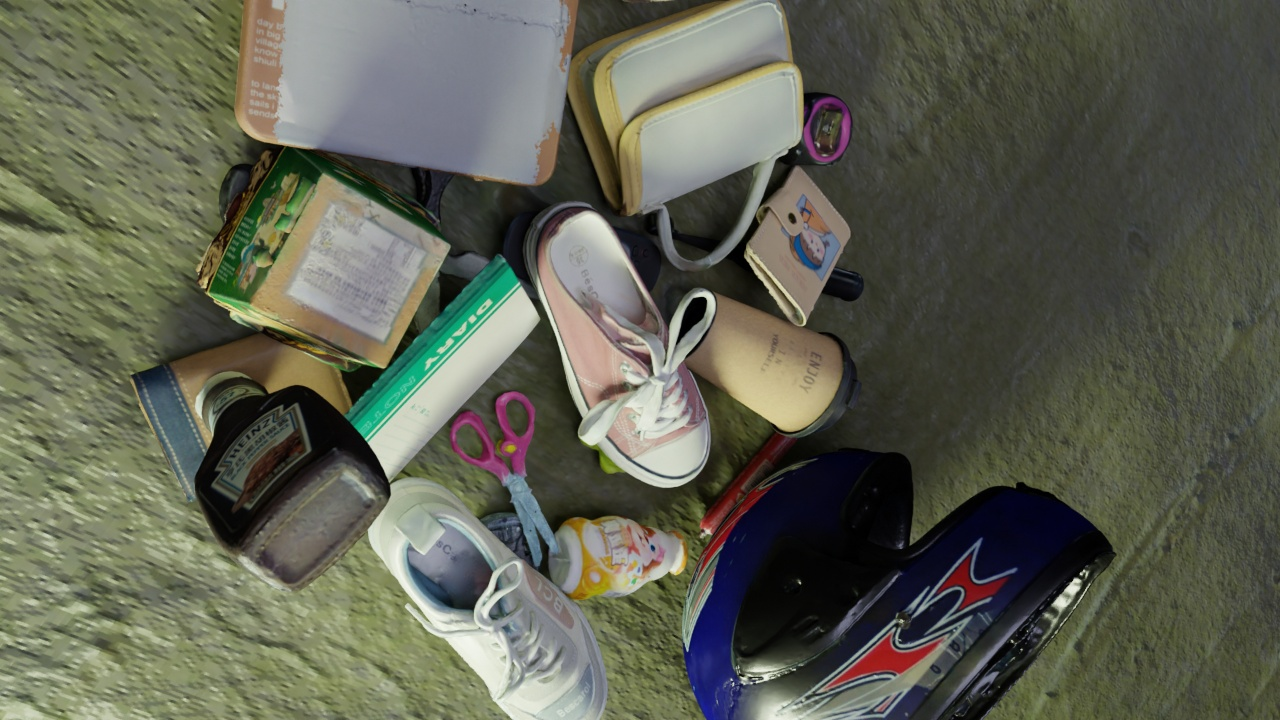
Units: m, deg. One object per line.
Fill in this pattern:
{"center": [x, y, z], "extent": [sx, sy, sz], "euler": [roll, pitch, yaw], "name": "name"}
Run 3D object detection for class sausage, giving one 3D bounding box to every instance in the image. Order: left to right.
{"center": [0.103, 0.095, 0.802], "extent": [0.155, 0.020, 0.020], "euler": [-47, 122, -9], "name": "sausage"}

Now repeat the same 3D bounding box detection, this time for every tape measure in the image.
{"center": [0.140, -0.183, 0.727], "extent": [0.057, 0.039, 0.058], "euler": [-2, 105, -29], "name": "tape measure"}

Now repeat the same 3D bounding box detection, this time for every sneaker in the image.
{"center": [-0.090, 0.181, 0.635], "extent": [0.089, 0.091, 0.242], "euler": [-43, 112, -17], "name": "sneaker"}
{"center": [-0.004, 0.004, 0.637], "extent": [0.118, 0.088, 0.241], "euler": [-31, 120, -13], "name": "sneaker"}

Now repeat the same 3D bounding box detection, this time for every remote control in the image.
{"center": [-0.043, -0.076, 0.661], "extent": [0.136, 0.024, 0.053], "euler": [8, 100, -40], "name": "remote control"}

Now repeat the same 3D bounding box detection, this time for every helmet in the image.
{"center": [0.175, 0.189, 0.734], "extent": [0.315, 0.240, 0.247], "euler": [-50, 148, 3], "name": "helmet"}

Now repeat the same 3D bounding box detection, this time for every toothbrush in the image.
{"center": [0.095, -0.083, 0.742], "extent": [0.212, 0.026, 0.027], "euler": [13, 66, -30], "name": "toothbrush"}

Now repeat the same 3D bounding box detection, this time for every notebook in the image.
{"center": [-0.145, 0.030, 0.577], "extent": [0.012, 0.150, 0.209], "euler": [42, 84, 8], "name": "notebook"}

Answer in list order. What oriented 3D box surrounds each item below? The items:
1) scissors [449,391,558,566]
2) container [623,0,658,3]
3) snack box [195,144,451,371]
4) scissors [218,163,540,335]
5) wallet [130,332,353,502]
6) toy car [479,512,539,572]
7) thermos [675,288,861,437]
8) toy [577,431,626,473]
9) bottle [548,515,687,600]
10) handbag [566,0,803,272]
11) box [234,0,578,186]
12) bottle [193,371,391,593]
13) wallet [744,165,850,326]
{"center": [-0.098, 0.094, 0.674], "extent": [0.073, 0.017, 0.137], "euler": [-17, 100, -28], "name": "scissors"}
{"center": [0.010, -0.300, 0.591], "extent": [0.090, 0.090, 0.111], "euler": [32, 90, -33], "name": "container"}
{"center": [-0.171, -0.053, 0.519], "extent": [0.117, 0.106, 0.118], "euler": [29, 88, -33], "name": "snack box"}
{"center": [-0.154, -0.092, 0.600], "extent": [0.234, 0.022, 0.221], "euler": [8, 105, -34], "name": "scissors"}
{"center": [-0.245, 0.028, 0.577], "extent": [0.115, 0.033, 0.090], "euler": [-24, 118, -23], "name": "wallet"}
{"center": [-0.104, 0.175, 0.699], "extent": [0.054, 0.037, 0.121], "euler": [-9, 101, -26], "name": "toy car"}
{"center": [0.098, 0.000, 0.733], "extent": [0.143, 0.093, 0.093], "euler": [26, 91, -26], "name": "thermos"}
{"center": [0.004, 0.048, 0.724], "extent": [0.100, 0.031, 0.097], "euler": [-42, 119, -12], "name": "toy"}
{"center": [-0.016, 0.154, 0.726], "extent": [0.108, 0.063, 0.063], "euler": [4, 103, -31], "name": "bottle"}
{"center": [0.048, -0.158, 0.663], "extent": [0.163, 0.063, 0.179], "euler": [-27, 112, -20], "name": "handbag"}
{"center": [-0.114, -0.237, 0.499], "extent": [0.178, 0.111, 0.259], "euler": [5, 77, -31], "name": "box"}
{"center": [-0.194, 0.047, 0.476], "extent": [0.079, 0.195, 0.044], "euler": [-47, 125, -14], "name": "bottle"}
{"center": [0.124, -0.095, 0.729], "extent": [0.087, 0.024, 0.114], "euler": [52, 51, -23], "name": "wallet"}
